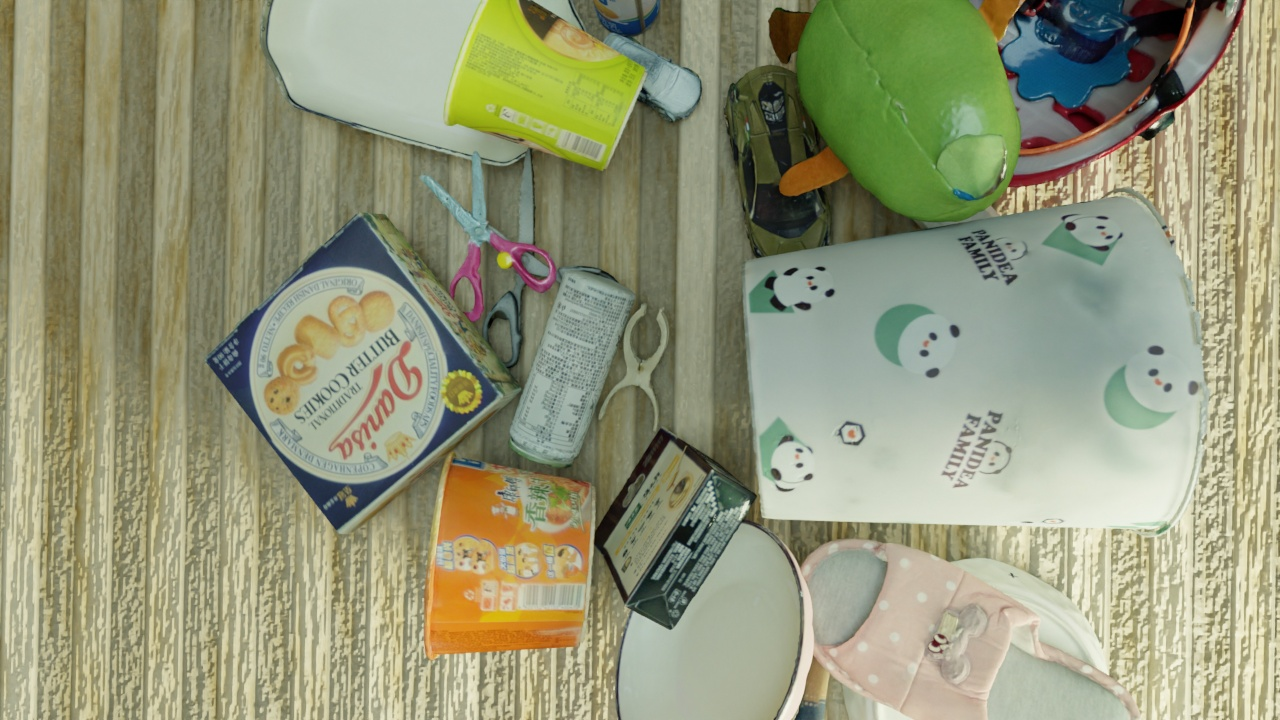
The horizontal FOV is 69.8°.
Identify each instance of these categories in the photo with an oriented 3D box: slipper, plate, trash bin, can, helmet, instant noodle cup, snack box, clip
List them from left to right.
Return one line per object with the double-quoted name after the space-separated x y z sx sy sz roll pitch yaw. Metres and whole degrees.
-0.218 0.010 0.719 0.178 0.045 0.182 -40 87 13 "snack box"
-0.170 -0.252 0.738 0.266 0.034 0.162 16 91 3 "plate"
-0.093 0.147 0.680 0.111 0.151 0.151 5 90 -5 "instant noodle cup"
-0.064 -0.199 0.667 0.123 0.112 0.111 23 91 -7 "instant noodle cup"
-0.054 0.006 0.708 0.058 0.058 0.147 20 100 3 "can"
-0.014 -0.289 0.679 0.053 0.134 0.053 0 89 4 "can"
0.001 0.005 0.728 0.070 0.034 0.100 14 95 2 "clip"
0.020 0.120 0.687 0.053 0.125 0.113 32 91 -13 "snack box"
0.056 0.211 0.663 0.039 0.192 0.192 30 91 -29 "plate"
0.203 0.010 0.631 0.252 0.229 0.229 -4 89 9 "trash bin"
0.234 0.217 0.652 0.274 0.054 0.114 30 84 0 "slipper"
0.262 0.258 0.705 0.205 0.045 0.205 0 89 4 "plate"
0.304 -0.237 0.657 0.207 0.143 0.241 44 118 22 "helmet"

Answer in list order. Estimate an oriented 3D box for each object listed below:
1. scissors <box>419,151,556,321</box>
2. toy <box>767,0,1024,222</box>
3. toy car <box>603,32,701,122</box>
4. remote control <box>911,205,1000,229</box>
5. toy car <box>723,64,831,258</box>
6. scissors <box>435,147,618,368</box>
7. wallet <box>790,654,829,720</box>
-0.130 -0.091 0.716 0.133 0.017 0.118 44 101 0 "scissors"
0.170 -0.190 0.611 0.228 0.089 0.246 -43 56 39 "toy"
0.006 -0.227 0.729 0.090 0.034 0.043 30 88 2 "toy car"
0.226 -0.135 0.720 0.049 0.024 0.125 -44 87 1 "remote control"
0.110 -0.151 0.719 0.070 0.042 0.158 -11 92 3 "toy car"
-0.087 -0.079 0.728 0.159 0.014 0.178 5 101 -3 "scissors"
0.103 0.212 0.695 0.090 0.033 0.115 7 66 23 "wallet"
